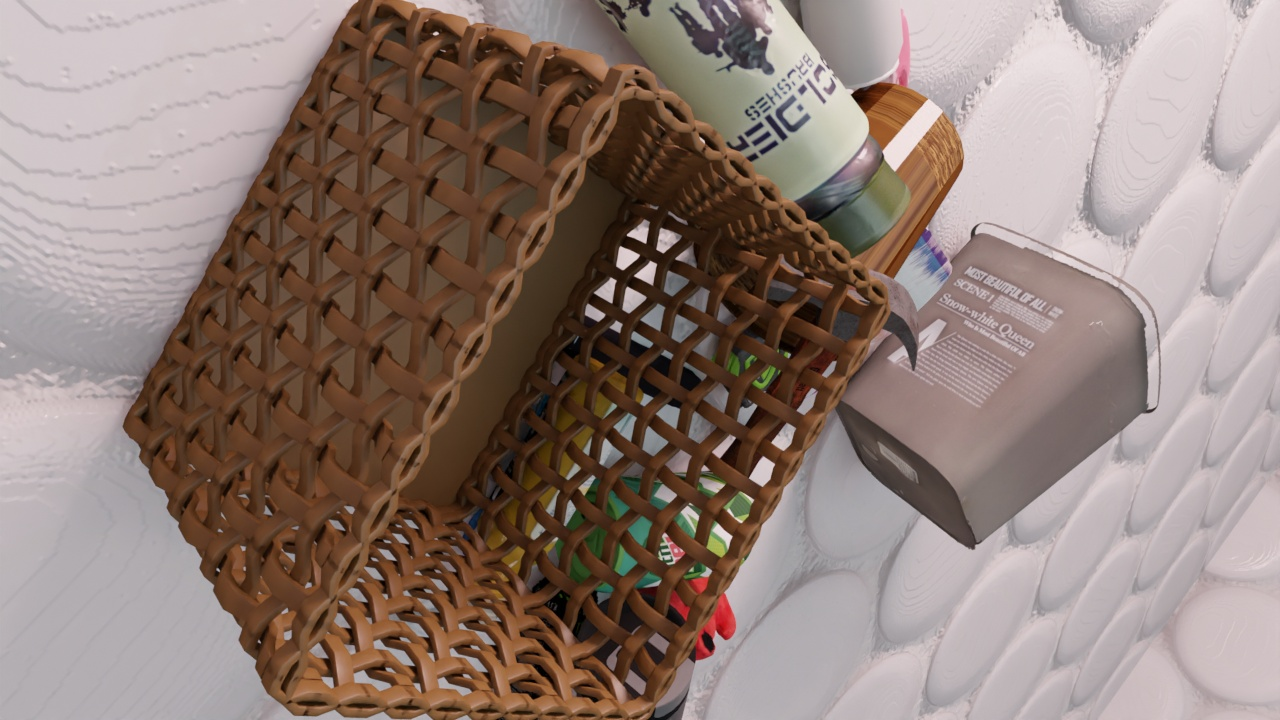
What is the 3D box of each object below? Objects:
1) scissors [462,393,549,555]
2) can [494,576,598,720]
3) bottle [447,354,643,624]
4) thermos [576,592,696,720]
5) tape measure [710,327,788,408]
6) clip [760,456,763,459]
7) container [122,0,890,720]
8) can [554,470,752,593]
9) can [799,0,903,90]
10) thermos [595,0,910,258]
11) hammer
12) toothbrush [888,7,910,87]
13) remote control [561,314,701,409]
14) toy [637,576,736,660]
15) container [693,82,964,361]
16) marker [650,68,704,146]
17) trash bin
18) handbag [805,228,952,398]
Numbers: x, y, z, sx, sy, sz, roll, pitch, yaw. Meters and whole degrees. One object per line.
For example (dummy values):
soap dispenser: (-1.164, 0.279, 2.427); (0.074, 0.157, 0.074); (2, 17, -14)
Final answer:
scissors: (-0.082, 0.082, 0.636); (0.066, 0.015, 0.135); (7, 111, -40)
can: (-0.073, 0.229, 0.698); (0.053, 0.054, 0.138); (5, 110, -44)
bottle: (-0.067, 0.087, 0.606); (0.053, 0.053, 0.186); (26, 97, -47)
thermos: (-0.009, 0.272, 0.712); (0.082, 0.082, 0.241); (-31, 148, -26)
tape measure: (0.085, -0.003, 0.722); (0.058, 0.036, 0.066); (-39, 138, -6)
clip: (0.094, 0.089, 0.800); (0.041, 0.014, 0.052); (24, 93, -49)
container: (-0.067, 0.002, 0.453); (0.219, 0.214, 0.251); (27, 94, -47)
can: (0.013, 0.128, 0.696); (0.143, 0.083, 0.083); (3, 111, -43)
can: (0.138, -0.240, 0.610); (0.064, 0.064, 0.127); (-38, 134, -20)
thermos: (0.059, -0.153, 0.511); (0.082, 0.082, 0.231); (-48, 109, -11)
hammer: (0.101, 0.028, 0.649); (0.301, 0.111, 0.028); (110, -8, -60)
toothbrush: (0.201, -0.207, 0.721); (0.021, 0.016, 0.135); (-28, 130, -29)
remote control: (-0.004, 0.004, 0.658); (0.136, 0.015, 0.032); (27, 94, -47)
toy: (0.026, 0.212, 0.788); (0.094, 0.088, 0.132); (-29, 167, 23)
container: (0.141, -0.104, 0.653); (0.167, 0.132, 0.132); (-49, 137, -18)
marker: (0.023, -0.164, 0.582); (0.019, 0.019, 0.146); (-41, 135, -17)
trash bin: (0.320, 0.031, 0.854); (0.220, 0.197, 0.197); (-42, 135, -7)
handbag: (0.172, -0.041, 0.767); (0.170, 0.068, 0.144); (-51, 137, 2)
